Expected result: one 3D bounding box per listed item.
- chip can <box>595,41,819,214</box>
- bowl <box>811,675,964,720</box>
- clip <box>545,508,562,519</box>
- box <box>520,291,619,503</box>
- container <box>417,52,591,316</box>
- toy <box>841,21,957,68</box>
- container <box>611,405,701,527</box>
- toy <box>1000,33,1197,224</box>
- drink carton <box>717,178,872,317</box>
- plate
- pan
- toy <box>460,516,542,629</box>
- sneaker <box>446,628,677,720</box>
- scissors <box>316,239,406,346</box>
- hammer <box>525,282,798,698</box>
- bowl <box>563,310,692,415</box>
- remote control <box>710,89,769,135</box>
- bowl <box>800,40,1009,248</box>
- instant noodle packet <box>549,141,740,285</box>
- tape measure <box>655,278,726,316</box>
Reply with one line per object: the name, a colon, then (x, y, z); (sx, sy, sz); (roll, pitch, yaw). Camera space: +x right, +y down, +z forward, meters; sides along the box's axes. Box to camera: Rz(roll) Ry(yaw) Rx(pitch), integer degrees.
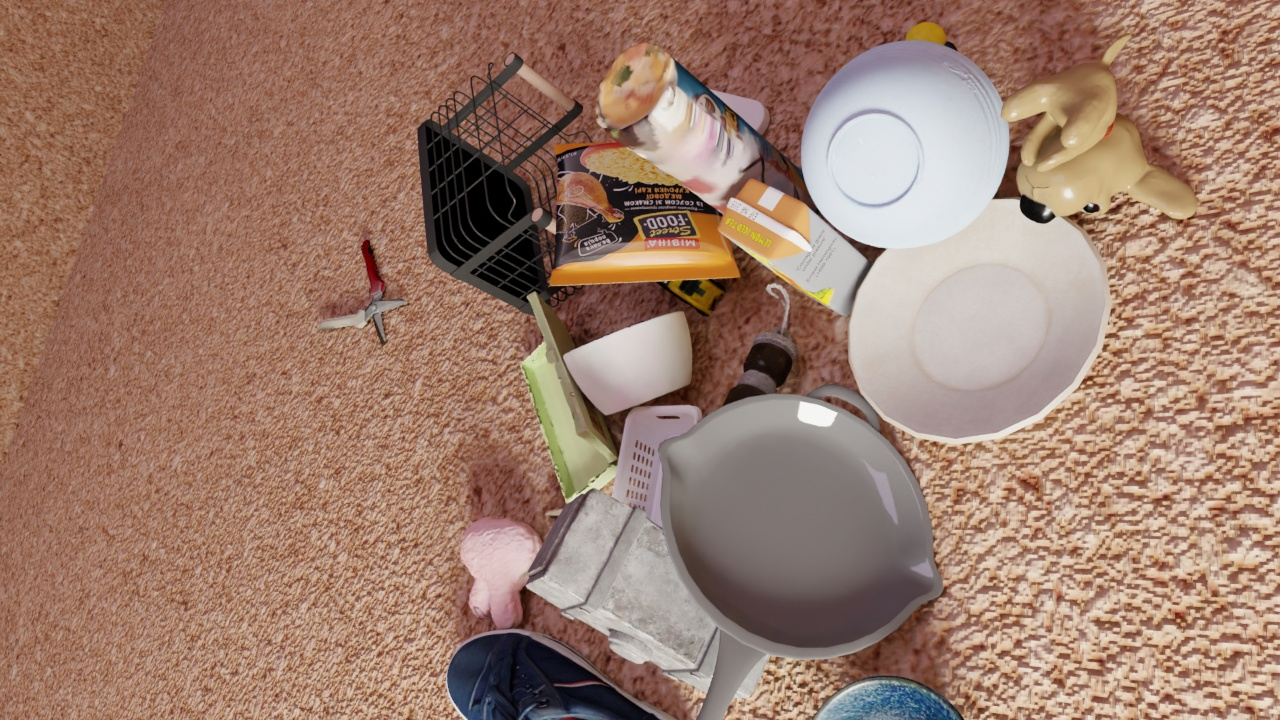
chip can: (0.064, -0.165, 0.749); (0.080, 0.229, 0.079); (-16, 64, 36)
bowl: (0.164, 0.265, 0.579); (0.115, 0.061, 0.114); (-19, 50, 24)
clip: (-0.065, 0.148, 0.869); (0.061, 0.024, 0.041); (-28, 56, 18)
box: (-0.069, 0.034, 0.899); (0.131, 0.064, 0.188); (97, 156, -45)
container: (-0.126, -0.183, 0.972); (0.130, 0.162, 0.241); (-32, 53, 27)
toy: (0.216, -0.182, 0.719); (0.097, 0.099, 0.119); (-28, 76, 7)
container: (0.023, 0.107, 0.788); (0.081, 0.049, 0.129); (-4, 69, 41)
toy: (0.294, -0.146, 0.613); (0.106, 0.108, 0.134); (-44, 47, 0)
drink carton: (0.127, -0.088, 0.731); (0.076, 0.124, 0.048); (39, 98, 44)
plate: (0.242, -0.029, 0.669); (0.189, 0.027, 0.188); (-19, 60, 35)
pan: (0.082, 0.161, 0.622); (0.216, 0.024, 0.353); (27, 61, 7)
toy: (-0.137, 0.204, 0.890); (0.108, 0.053, 0.105); (4, 85, 42)
sneaker: (-0.092, 0.298, 0.756); (0.295, 0.127, 0.120); (8, 75, 45)
scissors: (-0.386, -0.077, 1.262); (0.180, 0.015, 0.198); (-36, 52, 23)
hammer: (0.063, 0.082, 0.720); (0.325, 0.177, 0.080); (-61, 6, -25)
bowl: (-0.005, 0.005, 0.822); (0.117, 0.116, 0.065); (-22, 89, 33)
remote control: (0.077, -0.249, 0.927); (0.136, 0.013, 0.043); (31, 93, 45)
bowl: (0.177, -0.147, 0.653); (0.151, 0.074, 0.151); (12, 115, 28)
instant noodle packet: (-0.001, -0.144, 0.849); (0.160, 0.032, 0.220); (-3, 45, -1)
tape measure: (0.037, -0.080, 0.851); (0.038, 0.062, 0.067); (-54, 45, 9)
